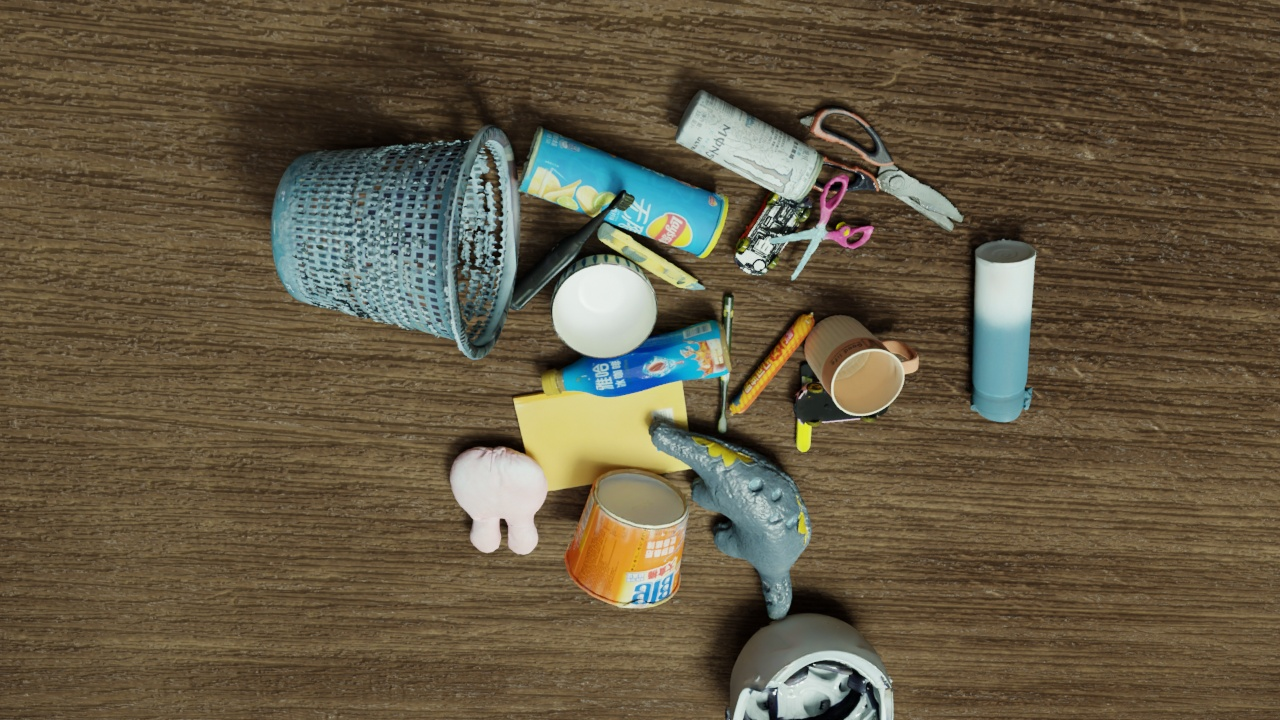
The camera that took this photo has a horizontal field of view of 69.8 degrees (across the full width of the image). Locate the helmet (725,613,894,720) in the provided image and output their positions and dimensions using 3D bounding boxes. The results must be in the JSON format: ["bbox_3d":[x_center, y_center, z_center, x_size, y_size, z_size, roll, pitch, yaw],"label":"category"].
[{"bbox_3d":[0.226,0.449,1.282,0.229,0.145,0.259,-2,128,-2],"label":"helmet"}]

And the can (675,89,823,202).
[{"bbox_3d":[0.111,-0.219,0.941,0.146,0.058,0.058,25,114,-10],"label":"can"}]

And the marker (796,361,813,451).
[{"bbox_3d":[0.203,0.057,1.137,0.018,0.015,0.124,-7,117,-8],"label":"marker"}]

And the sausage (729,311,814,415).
[{"bbox_3d":[0.157,0.006,1.099,0.021,0.021,0.165,28,113,-19],"label":"sausage"}]

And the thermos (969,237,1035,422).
[{"bbox_3d":[0.425,-0.030,1.077,0.070,0.070,0.221,-10,119,1],"label":"thermos"}]

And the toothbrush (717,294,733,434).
[{"bbox_3d":[0.101,0.006,1.101,0.012,0.017,0.186,-1,117,-2],"label":"toothbrush"}]

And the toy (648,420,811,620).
[{"bbox_3d":[0.142,0.197,1.167,0.138,0.091,0.356,-21,117,18],"label":"toy"}]

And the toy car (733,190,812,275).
[{"bbox_3d":[0.142,-0.143,1.009,0.049,0.031,0.106,25,109,-17],"label":"toy car"}]

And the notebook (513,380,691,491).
[{"bbox_3d":[-0.043,0.091,1.138,0.206,0.010,0.146,-9,119,1],"label":"notebook"}]

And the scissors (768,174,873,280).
[{"bbox_3d":[0.200,-0.145,1.000,0.133,0.017,0.136,-10,133,-19],"label":"scissors"}]

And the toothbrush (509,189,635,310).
[{"bbox_3d":[-0.077,-0.115,0.967,0.027,0.026,0.213,24,138,-32],"label":"toothbrush"}]

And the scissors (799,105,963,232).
[{"bbox_3d":[0.257,-0.191,1.002,0.193,0.015,0.207,-20,118,5],"label":"scissors"}]

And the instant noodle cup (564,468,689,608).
[{"bbox_3d":[-0.011,0.212,1.128,0.151,0.151,0.112,9,116,-9],"label":"instant noodle cup"}]

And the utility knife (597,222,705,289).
[{"bbox_3d":[0.012,-0.111,1.004,0.162,0.018,0.031,21,153,-41],"label":"utility knife"}]

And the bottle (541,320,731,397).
[{"bbox_3d":[-0.006,0.006,1.059,0.219,0.065,0.065,-12,119,7],"label":"bottle"}]

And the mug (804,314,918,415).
[{"bbox_3d":[0.256,0.000,1.053,0.114,0.105,0.082,-11,117,-5],"label":"mug"}]

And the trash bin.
[{"bbox_3d":[-0.240,-0.124,0.904,0.195,0.226,0.227,7,119,6],"label":"trash bin"}]

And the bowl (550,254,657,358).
[{"bbox_3d":[-0.042,-0.067,1.018,0.116,0.066,0.117,-2,120,-4],"label":"bowl"}]

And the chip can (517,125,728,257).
[{"bbox_3d":[-0.018,-0.174,0.957,0.210,0.071,0.071,18,116,-14],"label":"chip can"}]

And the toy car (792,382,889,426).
[{"bbox_3d":[0.245,0.047,1.119,0.122,0.037,0.056,-5,117,-6],"label":"toy car"}]

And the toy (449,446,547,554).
[{"bbox_3d":[-0.177,0.175,1.148,0.121,0.054,0.160,4,118,3],"label":"toy"}]
